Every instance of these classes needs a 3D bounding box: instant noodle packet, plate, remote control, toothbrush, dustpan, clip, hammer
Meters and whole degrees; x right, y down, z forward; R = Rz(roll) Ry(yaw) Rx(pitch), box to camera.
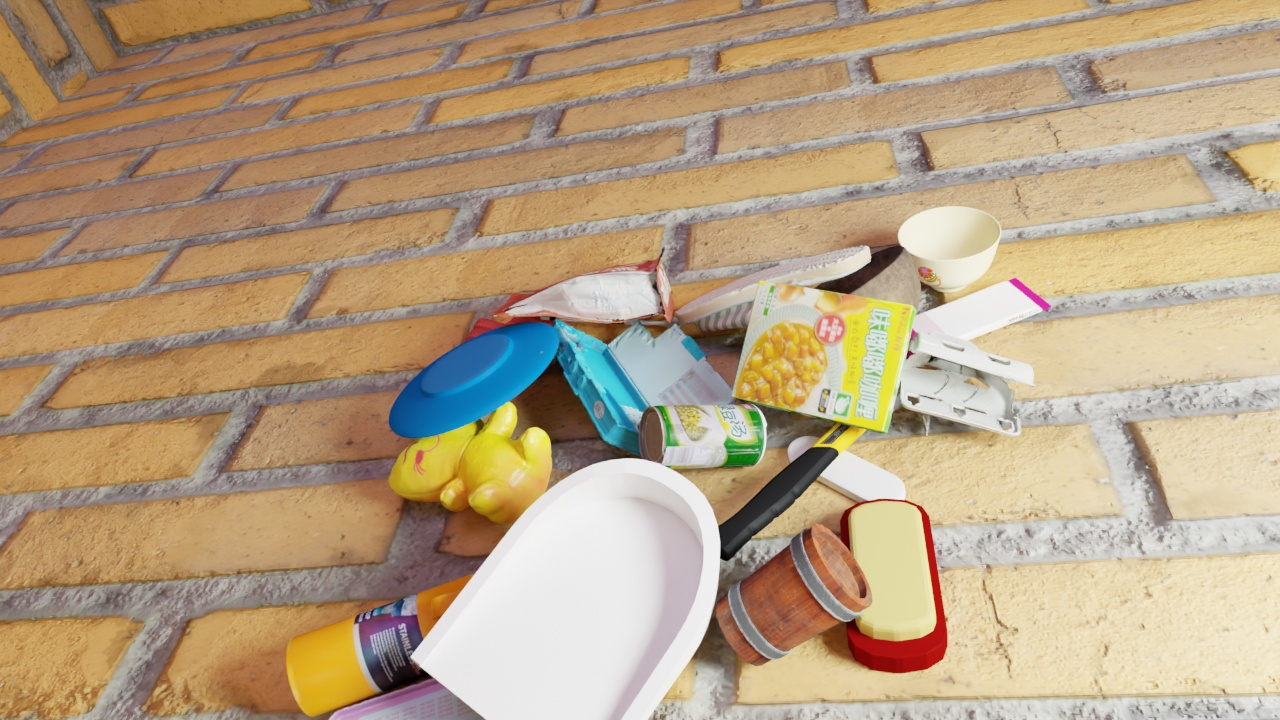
[{"bbox_3d":[-0.072,-0.083,1.176,0.221,0.084,0.164,-9,14,6],"label":"instant noodle packet"},{"bbox_3d":[-0.202,0.011,1.084,0.224,0.024,0.224,-21,27,11],"label":"plate"},{"bbox_3d":[0.209,0.114,0.942,0.043,0.013,0.136,-38,43,-26],"label":"remote control"},{"bbox_3d":[-0.039,-0.055,1.205,0.187,0.012,0.017,3,25,3],"label":"toothbrush"},{"bbox_3d":[-0.042,0.200,0.788,0.191,0.053,0.257,29,57,23],"label":"dustpan"},{"bbox_3d":[0.338,0.003,0.957,0.126,0.106,0.151,18,43,2],"label":"clip"},{"bbox_3d":[0.181,0.098,0.933,0.127,0.029,0.322,25,47,39],"label":"hammer"}]

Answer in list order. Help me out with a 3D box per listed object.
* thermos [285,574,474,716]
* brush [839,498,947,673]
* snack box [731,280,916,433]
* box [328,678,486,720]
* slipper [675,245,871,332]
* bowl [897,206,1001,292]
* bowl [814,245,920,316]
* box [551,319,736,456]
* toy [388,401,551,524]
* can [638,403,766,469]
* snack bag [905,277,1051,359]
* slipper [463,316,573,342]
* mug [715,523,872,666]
[{"bbox_3d":[-0.205,0.257,0.854,0.232,0.076,0.091,-18,-1,-4],"label":"thermos"},{"bbox_3d":[0.223,0.191,0.820,0.082,0.042,0.173,-5,39,13],"label":"brush"},{"bbox_3d":[0.188,-0.006,0.958,0.168,0.027,0.132,12,86,28],"label":"snack box"},{"bbox_3d":[-0.171,0.333,0.786,0.214,0.041,0.151,-18,25,-3],"label":"box"},{"bbox_3d":[0.158,-0.082,1.110,0.273,0.054,0.114,-17,15,43],"label":"slipper"},{"bbox_3d":[0.379,-0.126,1.127,0.118,0.074,0.117,-10,39,8],"label":"bowl"},{"bbox_3d":[0.248,-0.059,1.051,0.162,0.070,0.162,-33,7,5],"label":"bowl"},{"bbox_3d":[-0.007,0.026,1.082,0.168,0.087,0.227,-10,35,-20],"label":"box"},{"bbox_3d":[-0.182,0.113,1.020,0.194,0.087,0.134,8,57,39],"label":"toy"},{"bbox_3d":[0.065,0.079,0.958,0.120,0.067,0.067,0,33,-22],"label":"can"},{"bbox_3d":[0.375,-0.046,1.077,0.196,0.016,0.070,-21,41,-6],"label":"snack bag"},{"bbox_3d":[-0.179,-0.028,1.216,0.104,0.059,0.248,15,46,33],"label":"slipper"},{"bbox_3d":[0.131,0.197,0.797,0.111,0.081,0.117,-40,5,20],"label":"mug"}]
